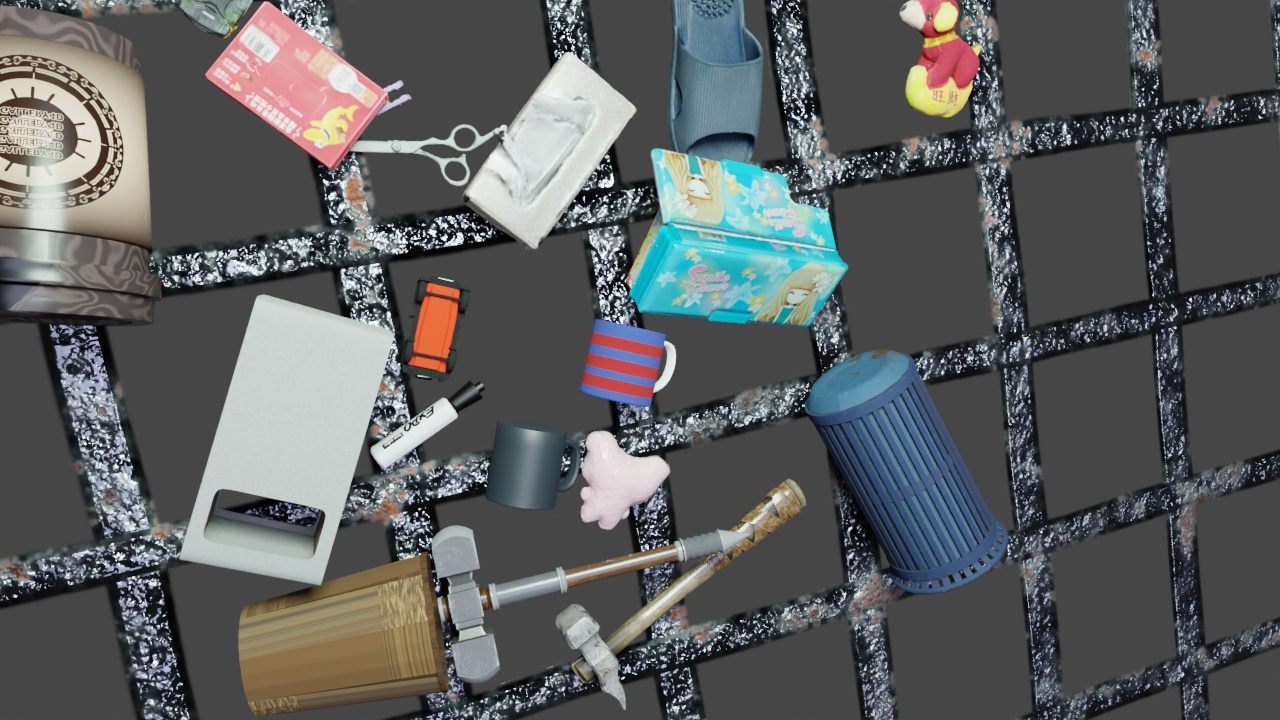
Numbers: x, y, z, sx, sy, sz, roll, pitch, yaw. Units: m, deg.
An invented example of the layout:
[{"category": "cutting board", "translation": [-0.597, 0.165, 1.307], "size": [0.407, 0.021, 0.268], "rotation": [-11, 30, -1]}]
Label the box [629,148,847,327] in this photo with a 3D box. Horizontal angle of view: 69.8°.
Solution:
[{"category": "box", "translation": [0.110, -0.119, 0.949], "size": [0.226, 0.083, 0.172], "rotation": [4, 100, -30]}]

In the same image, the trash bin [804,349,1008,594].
[{"category": "trash bin", "translation": [0.292, 0.119, 1.026], "size": [0.139, 0.139, 0.249], "rotation": [-33, 103, -13]}]

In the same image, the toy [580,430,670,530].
[{"category": "toy", "translation": [-0.027, 0.131, 0.963], "size": [0.099, 0.053, 0.096], "rotation": [27, 88, -20]}]

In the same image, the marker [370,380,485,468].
[{"category": "marker", "translation": [-0.209, 0.061, 0.910], "size": [0.125, 0.025, 0.025], "rotation": [-36, 105, -12]}]

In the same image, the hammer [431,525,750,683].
[{"category": "hammer", "translation": [-0.043, 0.215, 0.935], "size": [0.322, 0.043, 0.156], "rotation": [-12, 85, -10]}]

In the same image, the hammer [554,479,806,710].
[{"category": "hammer", "translation": [0.057, 0.241, 1.009], "size": [0.318, 0.049, 0.121], "rotation": [-37, 108, -14]}]

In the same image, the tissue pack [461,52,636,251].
[{"category": "tissue pack", "translation": [-0.093, -0.208, 0.906], "size": [0.104, 0.071, 0.181], "rotation": [37, 86, -19]}]

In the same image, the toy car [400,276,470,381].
[{"category": "toy car", "translation": [-0.201, -0.030, 0.892], "size": [0.051, 0.049, 0.100], "rotation": [12, 91, -19]}]

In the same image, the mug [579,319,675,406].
[{"category": "mug", "translation": [-0.006, 0.006, 0.955], "size": [0.111, 0.075, 0.076], "rotation": [12, 91, -46]}]

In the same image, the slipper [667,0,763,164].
[{"category": "slipper", "translation": [0.085, -0.314, 0.946], "size": [0.101, 0.082, 0.263], "rotation": [-6, 96, -20]}]

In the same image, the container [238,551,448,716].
[{"category": "container", "translation": [-0.274, 0.261, 0.857], "size": [0.167, 0.132, 0.132], "rotation": [-9, 98, -12]}]

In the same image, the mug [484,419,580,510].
[{"category": "mug", "translation": [-0.103, 0.105, 0.933], "size": [0.105, 0.071, 0.077], "rotation": [8, 92, -46]}]

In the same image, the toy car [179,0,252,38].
[{"category": "toy car", "translation": [-0.364, -0.338, 0.818], "size": [0.048, 0.033, 0.105], "rotation": [31, 81, -17]}]

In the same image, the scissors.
[{"category": "scissors", "translation": [-0.222, -0.215, 0.887], "size": [0.171, 0.014, 0.090], "rotation": [19, 91, -22]}]

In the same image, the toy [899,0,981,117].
[{"category": "toy", "translation": [0.344, -0.346, 1.043], "size": [0.105, 0.067, 0.137], "rotation": [-19, 108, -20]}]

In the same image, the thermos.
[{"category": "thermos", "translation": [-0.476, -0.146, 0.733], "size": [0.172, 0.173, 0.226], "rotation": [2, 88, -19]}]

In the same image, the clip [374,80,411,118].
[{"category": "clip", "translation": [-0.247, -0.251, 0.877], "size": [0.053, 0.013, 0.037], "rotation": [-17, 101, -19]}]

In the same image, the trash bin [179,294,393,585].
[{"category": "trash bin", "translation": [-0.315, 0.068, 0.827], "size": [0.114, 0.114, 0.229], "rotation": [16, 89, -19]}]

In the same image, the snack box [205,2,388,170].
[{"category": "snack box", "translation": [-0.312, -0.250, 0.841], "size": [0.133, 0.021, 0.089], "rotation": [37, 83, -11]}]

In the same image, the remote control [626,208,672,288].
[{"category": "remote control", "translation": [0.019, -0.130, 0.962], "size": [0.018, 0.038, 0.125], "rotation": [27, 86, -19]}]
